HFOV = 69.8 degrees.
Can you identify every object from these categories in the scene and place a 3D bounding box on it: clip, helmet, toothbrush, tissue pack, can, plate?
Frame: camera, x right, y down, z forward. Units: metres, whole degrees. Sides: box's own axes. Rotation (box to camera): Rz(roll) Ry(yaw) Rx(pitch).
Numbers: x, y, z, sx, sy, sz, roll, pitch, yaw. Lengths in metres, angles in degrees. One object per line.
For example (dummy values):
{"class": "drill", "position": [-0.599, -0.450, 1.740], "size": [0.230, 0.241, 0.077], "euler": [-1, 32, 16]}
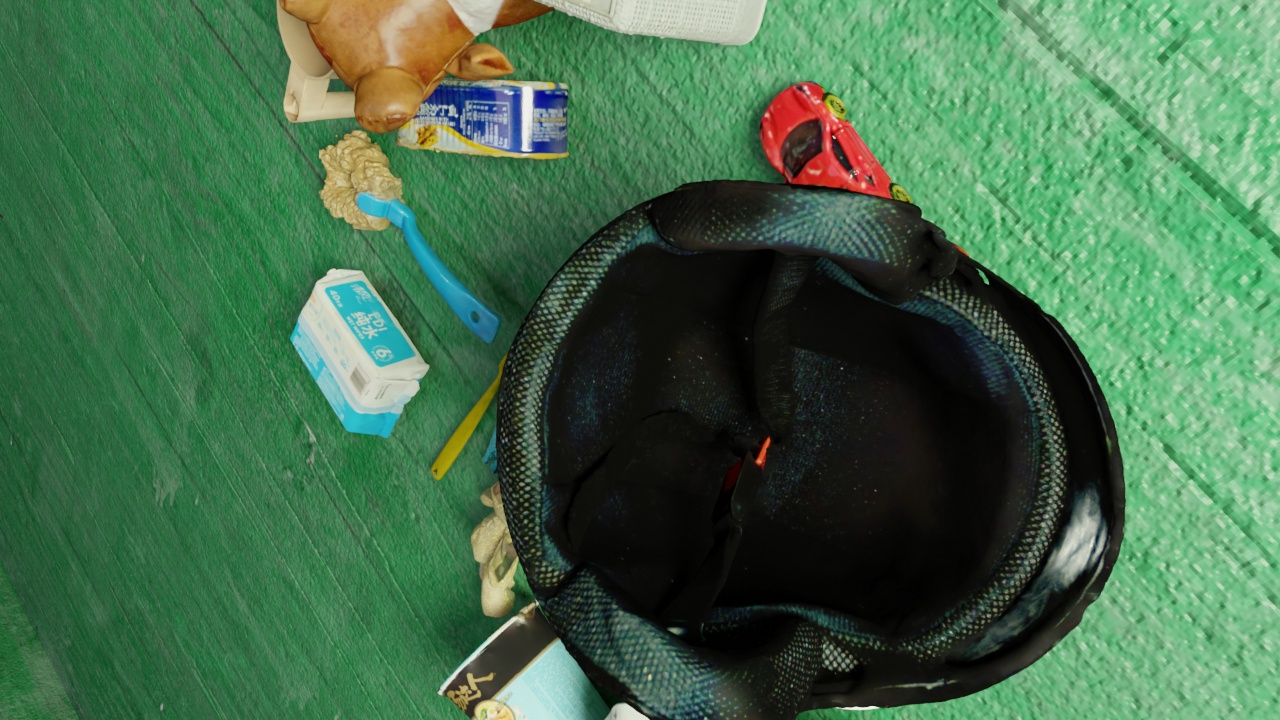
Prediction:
{"class": "clip", "position": [-0.116, 0.073, 0.768], "size": [0.040, 0.014, 0.056], "euler": [46, 131, 21]}
{"class": "helmet", "position": [0.070, 0.039, 0.444], "size": [0.275, 0.230, 0.233], "euler": [18, 96, 3]}
{"class": "toothbrush", "position": [-0.139, 0.049, 0.779], "size": [0.015, 0.016, 0.191], "euler": [53, 133, 14]}
{"class": "tissue pack", "position": [-0.253, -0.007, 0.827], "size": [0.140, 0.063, 0.090], "euler": [53, 130, 13]}
{"class": "can", "position": [-0.112, -0.170, 0.637], "size": [0.148, 0.074, 0.049], "euler": [15, 111, 37]}
{"class": "plate", "position": [0.081, 0.301, 0.596], "size": [0.266, 0.034, 0.162], "euler": [0, 125, 29]}

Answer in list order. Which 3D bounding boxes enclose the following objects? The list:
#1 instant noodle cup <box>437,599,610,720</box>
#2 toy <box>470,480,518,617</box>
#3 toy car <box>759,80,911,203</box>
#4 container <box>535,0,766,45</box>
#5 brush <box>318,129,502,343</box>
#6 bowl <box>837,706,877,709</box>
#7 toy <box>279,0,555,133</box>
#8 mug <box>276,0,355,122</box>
{"class": "instant noodle cup", "position": [-0.087, 0.279, 0.757], "size": [0.120, 0.111, 0.111], "euler": [46, 130, 11]}
{"class": "toy", "position": [-0.108, 0.152, 0.763], "size": [0.105, 0.066, 0.158], "euler": [-96, 20, -50]}
{"class": "toy car", "position": [0.102, -0.102, 0.499], "size": [0.049, 0.031, 0.106], "euler": [-40, 75, 41]}
{"class": "container", "position": [0.005, -0.221, 0.484], "size": [0.090, 0.114, 0.090], "euler": [32, 123, 30]}
{"class": "brush", "position": [-0.189, -0.101, 0.743], "size": [0.254, 0.045, 0.083], "euler": [46, 126, 28]}
{"class": "bowl", "position": [0.125, 0.148, 0.532], "size": [0.118, 0.118, 0.065], "euler": [28, 160, 32]}
{"class": "toy", "position": [-0.112, -0.237, 0.549], "size": [0.140, 0.199, 0.130], "euler": [57, 177, -17]}
{"class": "mug", "position": [-0.201, -0.233, 0.673], "size": [0.084, 0.103, 0.125], "euler": [45, 130, 21]}
